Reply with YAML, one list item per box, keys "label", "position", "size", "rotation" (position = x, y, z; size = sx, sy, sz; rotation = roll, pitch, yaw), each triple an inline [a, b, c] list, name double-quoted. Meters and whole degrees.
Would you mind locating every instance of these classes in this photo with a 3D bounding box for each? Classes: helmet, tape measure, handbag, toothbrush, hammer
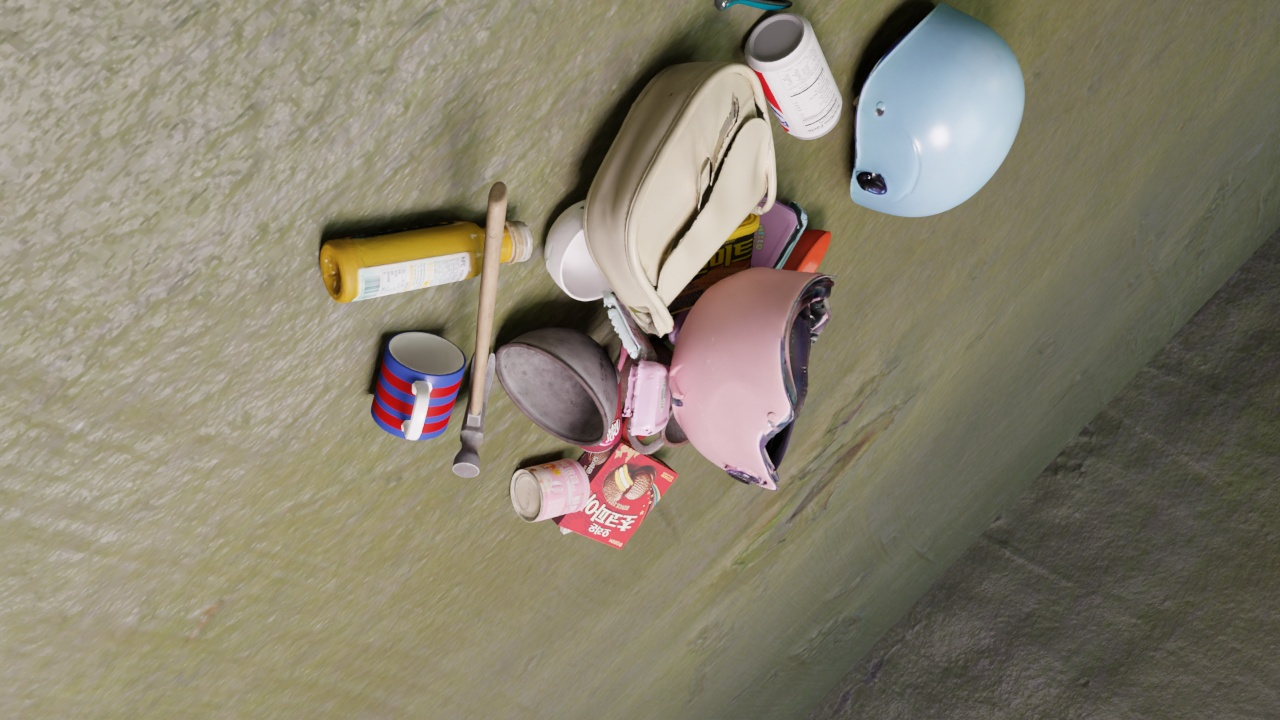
- label: "helmet"
  position: [0.114, 0.015, 0.986]
  size: [0.255, 0.153, 0.229]
  rotation: [66, 39, -65]
- label: "tape measure"
  position: [-0.008, 0.080, 1.197]
  size: [0.059, 0.019, 0.051]
  rotation: [20, 111, -46]
- label: "handbag"
  position: [0.056, -0.155, 0.862]
  size: [0.228, 0.132, 0.184]
  rotation: [-48, 128, -17]
- label: "toothbrush"
  position: [-0.011, -0.026, 1.092]
  size: [0.021, 0.016, 0.135]
  rotation: [6, 118, -50]
- label: "helmet"
  position: [0.355, -0.275, 1.100]
  size: [0.225, 0.167, 0.266]
  rotation: [-43, 156, -22]
- label: "hammer"
  position: [-0.145, -0.028, 0.831]
  size: [0.030, 0.119, 0.332]
  rotation: [7, 141, -6]

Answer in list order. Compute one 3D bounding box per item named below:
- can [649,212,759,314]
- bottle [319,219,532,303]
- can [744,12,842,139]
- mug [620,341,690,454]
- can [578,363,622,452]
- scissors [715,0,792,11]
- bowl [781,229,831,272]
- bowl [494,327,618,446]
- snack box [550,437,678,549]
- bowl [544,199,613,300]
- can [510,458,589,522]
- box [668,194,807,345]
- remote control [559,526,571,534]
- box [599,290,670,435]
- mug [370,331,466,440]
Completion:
- label: "can"
  position: [0.057, -0.117, 1.005]
  size: [0.130, 0.072, 0.101]
  rotation: [-19, 141, -16]
- label: "bottle"
  position: [-0.182, -0.093, 0.807]
  size: [0.185, 0.053, 0.053]
  rotation: [-16, 136, -37]
- label: "can"
  position: [0.162, -0.293, 0.955]
  size: [0.070, 0.070, 0.132]
  rotation: [-48, 146, 2]
- label: "mug"
  position: [0.021, 0.052, 1.123]
  size: [0.123, 0.110, 0.096]
  rotation: [-52, 140, 9]
- label: "can"
  position: [-0.054, 0.053, 1.081]
  size: [0.063, 0.063, 0.114]
  rotation: [-28, 142, -25]
- label: "scissors"
  position: [0.105, -0.361, 0.872]
  size: [0.121, 0.019, 0.150]
  rotation: [-54, 143, 11]
- label: "bowl"
  position: [0.196, -0.120, 1.175]
  size: [0.121, 0.035, 0.122]
  rotation: [-50, 163, -21]
- label: "bowl"
  position: [-0.077, 0.017, 0.970]
  size: [0.067, 0.145, 0.145]
  rotation: [-50, 151, -32]
- label: "snack box"
  position: [-0.037, 0.175, 1.230]
  size: [0.132, 0.036, 0.152]
  rotation: [-52, 141, 2]
- label: "bowl"
  position: [-0.051, -0.117, 0.922]
  size: [0.104, 0.054, 0.105]
  rotation: [-30, 144, -25]
- label: "can"
  position: [-0.110, 0.159, 1.125]
  size: [0.076, 0.067, 0.067]
  rotation: [-8, 130, -41]
- label: "box"
  position: [0.118, -0.108, 1.130]
  size: [0.214, 0.090, 0.092]
  rotation: [-62, -174, 21]
- label: "remote control"
  position: [-0.051, 0.201, 1.279]
  size: [0.135, 0.011, 0.050]
  rotation: [-16, 135, -36]
- label: "box"
  position: [0.004, 0.004, 0.963]
  size: [0.059, 0.155, 0.201]
  rotation: [-9, 178, 5]
- label: "mug"
  position: [-0.209, 0.034, 0.859]
  size: [0.075, 0.111, 0.076]
  rotation: [12, 120, -18]
